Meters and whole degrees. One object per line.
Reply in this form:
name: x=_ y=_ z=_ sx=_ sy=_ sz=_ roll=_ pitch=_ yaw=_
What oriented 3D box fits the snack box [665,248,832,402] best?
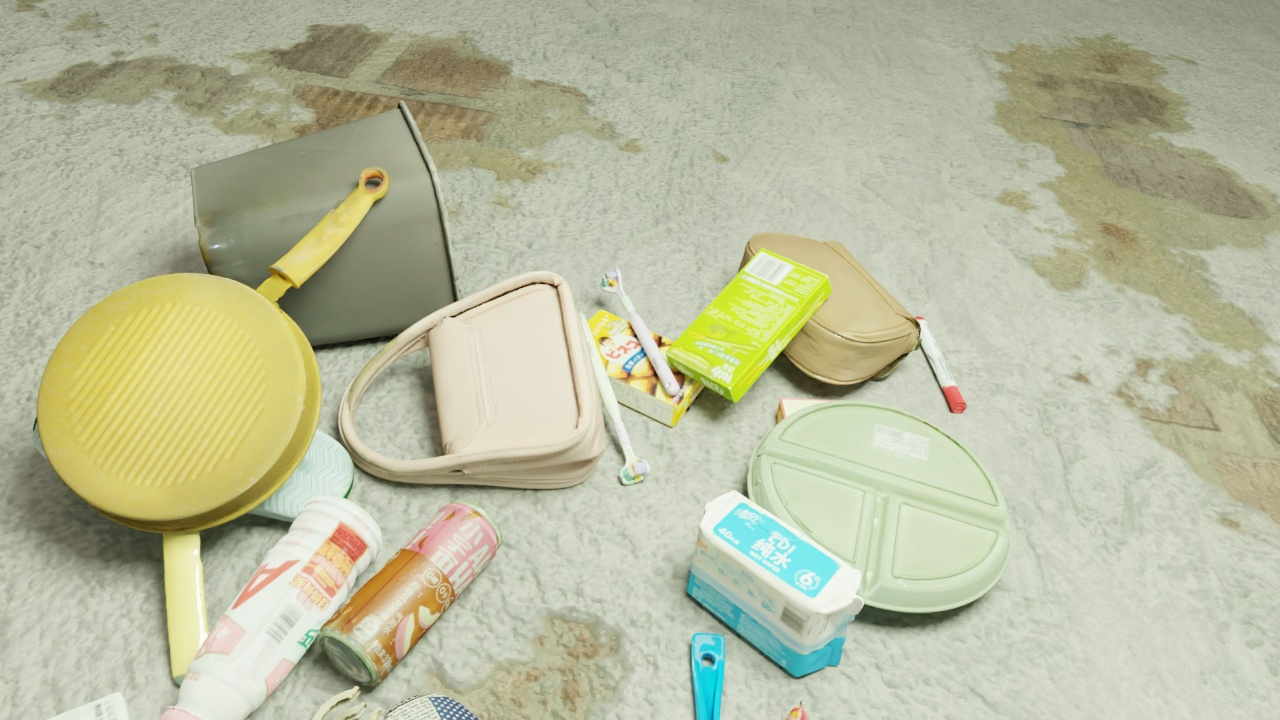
snack box: x=0.106 y=-0.037 z=0.892 sx=0.086 sy=0.026 sz=0.156 roll=29 pitch=68 yaw=36

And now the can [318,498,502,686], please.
can: x=-0.168 y=0.170 z=0.686 sx=0.058 sy=0.058 sz=0.146 roll=24 pitch=43 yaw=19

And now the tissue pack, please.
tissue pack: x=0.100 y=0.169 z=0.702 sx=0.140 sy=0.090 sz=0.063 roll=32 pitch=46 yaw=27

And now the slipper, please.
slipper: x=-0.358 y=0.071 z=0.754 sx=0.245 sy=0.074 sz=0.103 roll=20 pitch=66 yaw=-10

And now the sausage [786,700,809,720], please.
sausage: x=0.098 y=0.295 z=0.609 sx=0.020 sy=0.020 sz=0.155 roll=13 pitch=40 yaw=6

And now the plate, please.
plate: x=0.207 y=0.113 z=0.789 sx=0.230 sy=0.028 sz=0.229 roll=6 pitch=41 yaw=-5

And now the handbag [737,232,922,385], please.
handbag: x=0.193 y=-0.055 z=0.977 sx=0.147 sy=0.100 sz=0.204 roll=-5 pitch=42 yaw=-25

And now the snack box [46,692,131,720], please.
snack box: x=-0.389 y=0.274 z=0.556 sx=0.156 sy=0.027 sz=0.084 roll=-18 pitch=46 yaw=-27

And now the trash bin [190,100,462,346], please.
trash bin: x=-0.308 y=-0.120 z=0.916 sx=0.219 sy=0.199 sz=0.199 roll=-16 pitch=44 yaw=-15

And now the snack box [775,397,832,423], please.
snack box: x=0.176 y=0.097 z=0.847 sx=0.077 sy=0.027 sz=0.155 roll=2 pitch=41 yaw=-5

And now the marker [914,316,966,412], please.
marker: x=0.320 y=0.001 z=0.988 sx=0.017 sy=0.017 sz=0.145 roll=2 pitch=41 yaw=-7

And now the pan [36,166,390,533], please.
pan: x=-0.309 y=-0.032 z=0.731 sx=0.198 sy=0.078 sz=0.356 roll=28 pitch=72 yaw=4

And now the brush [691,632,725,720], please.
brush: x=0.043 y=0.288 z=0.601 sx=0.083 sy=0.046 sz=0.254 roll=4 pitch=36 yaw=2

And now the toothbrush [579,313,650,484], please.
toothbrush: x=-0.032 y=0.030 z=0.864 sx=0.029 sy=0.020 sz=0.189 roll=-26 pitch=59 yaw=8

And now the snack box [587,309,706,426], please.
snack box: x=-0.005 y=0.005 z=0.923 sx=0.140 sy=0.034 sz=0.086 roll=23 pitch=42 yaw=20

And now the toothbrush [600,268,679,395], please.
toothbrush: x=0.000 y=-0.030 z=0.926 sx=0.021 sy=0.029 sz=0.189 roll=26 pitch=25 yaw=-42

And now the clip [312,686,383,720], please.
clip: x=-0.202 y=0.265 z=0.590 sx=0.076 sy=0.035 sz=0.103 roll=22 pitch=47 yaw=16

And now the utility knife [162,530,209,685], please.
utility knife: x=-0.332 y=0.155 z=0.670 sx=0.031 sy=0.019 sz=0.176 roll=-10 pitch=69 yaw=-14

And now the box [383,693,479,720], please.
box: x=-0.097 y=0.267 z=0.570 sx=0.164 sy=0.076 sz=0.075 roll=34 pitch=41 yaw=31

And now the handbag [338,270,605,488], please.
handbag: x=-0.157 y=0.031 z=0.825 sx=0.234 sy=0.093 sz=0.193 roll=-12 pitch=57 yaw=-5

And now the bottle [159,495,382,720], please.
bottle: x=-0.262 y=0.187 z=0.650 sx=0.068 sy=0.068 sz=0.196 roll=17 pitch=46 yaw=12
